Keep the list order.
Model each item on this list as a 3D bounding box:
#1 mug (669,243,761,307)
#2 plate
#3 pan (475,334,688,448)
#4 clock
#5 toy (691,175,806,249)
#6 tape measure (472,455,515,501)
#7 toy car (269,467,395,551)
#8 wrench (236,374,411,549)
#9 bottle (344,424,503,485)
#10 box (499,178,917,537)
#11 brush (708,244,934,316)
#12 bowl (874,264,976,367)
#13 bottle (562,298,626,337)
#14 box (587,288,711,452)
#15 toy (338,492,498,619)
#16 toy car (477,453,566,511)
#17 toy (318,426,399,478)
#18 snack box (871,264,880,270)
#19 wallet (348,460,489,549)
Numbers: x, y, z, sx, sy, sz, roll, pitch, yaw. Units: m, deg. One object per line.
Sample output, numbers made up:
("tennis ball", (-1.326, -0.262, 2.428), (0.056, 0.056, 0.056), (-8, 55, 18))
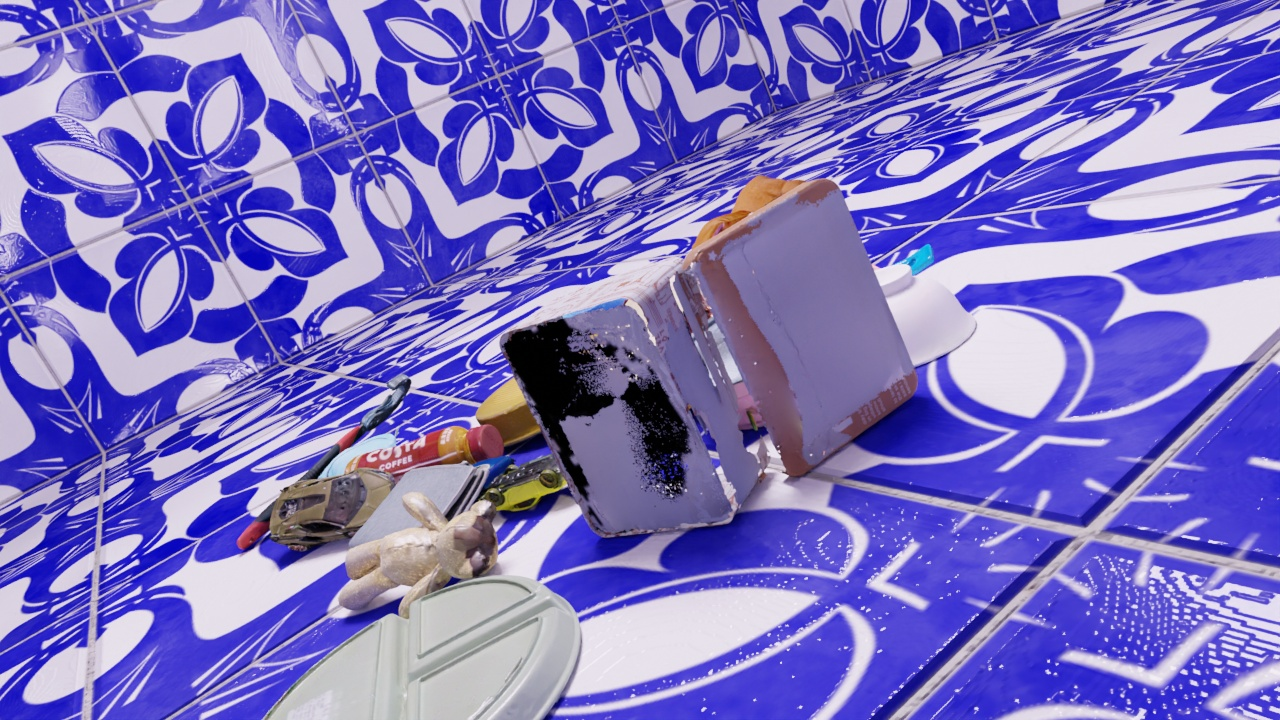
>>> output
("mug", (0.077, -0.073, 1.014), (0.106, 0.081, 0.114), (-27, -14, 23))
("plate", (-0.145, 0.204, 0.562), (0.230, 0.027, 0.230), (-23, 14, 6))
("pan", (-0.038, 0.030, 0.955), (0.197, 0.078, 0.358), (-39, 15, -33))
("clock", (0.104, -0.009, 0.780), (0.158, 0.060, 0.117), (-48, 31, -23))
("toy", (0.142, -0.156, 1.208), (0.199, 0.140, 0.130), (-35, 60, -29))
("tape measure", (-0.152, 0.115, 0.877), (0.055, 0.025, 0.058), (-13, 17, 41))
("toy car", (-0.311, 0.147, 0.925), (0.158, 0.042, 0.070), (-15, 58, 25))
("wrench", (-0.370, 0.118, 1.090), (0.272, 0.016, 0.056), (-49, -13, -24))
("bottle", (-0.224, 0.107, 0.953), (0.175, 0.057, 0.057), (-17, 17, 23))
("box", (0.051, 0.006, 0.643), (0.271, 0.179, 0.134), (-23, 15, 8))
("brush", (0.151, -0.052, 0.862), (0.255, 0.046, 0.083), (-20, 31, 26))
("bowl", (0.213, -0.042, 0.774), (0.118, 0.065, 0.118), (-23, 16, 7))
("bottle", (-0.036, -0.062, 1.224), (0.219, 0.065, 0.065), (-17, 17, 23))
("box", (-0.005, 0.005, 0.824), (0.091, 0.076, 0.168), (6, 50, 42))
("toy", (-0.177, 0.158, 0.720), (0.158, 0.066, 0.105), (-21, 47, 26))
("toy car", (-0.092, 0.106, 0.795), (0.105, 0.032, 0.048), (-23, 14, 26))
("toy", (-0.334, 0.133, 1.048), (0.156, 0.050, 0.161), (-37, 12, -12))
("snack box", (0.179, -0.055, 0.945), (0.153, 0.025, 0.075), (-24, 16, 2))
("wallet", (-0.196, 0.138, 0.829), (0.130, 0.037, 0.106), (-10, 38, 48))
